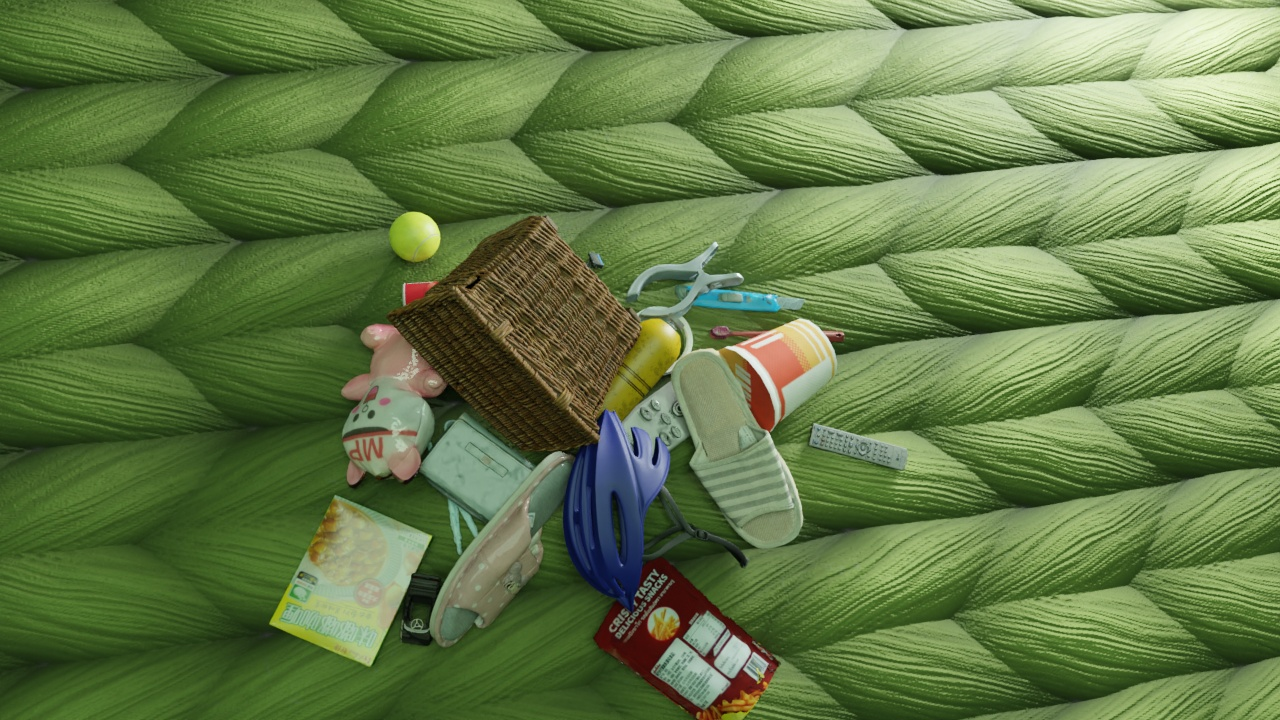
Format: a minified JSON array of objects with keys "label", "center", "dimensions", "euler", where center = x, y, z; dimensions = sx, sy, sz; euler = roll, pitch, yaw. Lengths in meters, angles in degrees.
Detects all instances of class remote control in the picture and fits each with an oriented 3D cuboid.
[{"label":"remote control","center":[0.038,0.075,1.218],"dimensions":[0.151,0.019,0.074],"euler":[-35,83,-15]},{"label":"remote control","center":[0.296,0.118,1.245],"dimensions":[0.136,0.013,0.033],"euler":[16,74,-4]}]

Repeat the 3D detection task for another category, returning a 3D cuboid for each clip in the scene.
[{"label":"clip","center":[0.047,-0.118,1.257],"dimensions":[0.163,0.028,0.115],"euler":[-25,69,-19]}]

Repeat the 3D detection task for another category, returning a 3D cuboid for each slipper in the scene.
[{"label":"slipper","center":[-0.153,0.229,1.109],"dimensions":[0.054,0.114,0.273],"euler":[27,70,25]},{"label":"slipper","center":[0.118,0.114,1.172],"dimensions":[0.115,0.054,0.272],"euler":[-28,86,25]}]

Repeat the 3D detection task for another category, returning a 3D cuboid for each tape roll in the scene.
[{"label":"tape roll","center":[0.024,-0.026,1.244],"dimensions":[0.094,0.018,0.093],"euler":[2,75,-8]}]

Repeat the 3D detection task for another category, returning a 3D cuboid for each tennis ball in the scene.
[{"label":"tennis ball","center":[-0.298,-0.163,1.211],"dimensions":[0.065,0.065,0.065],"euler":[2,75,-7]}]

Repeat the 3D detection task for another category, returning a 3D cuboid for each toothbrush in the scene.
[{"label":"toothbrush","center":[0.190,-0.037,1.270],"dimensions":[0.190,0.016,0.016],"euler":[2,74,-7]}]

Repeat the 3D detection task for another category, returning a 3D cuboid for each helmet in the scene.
[{"label":"helmet","center":[0.020,0.184,1.117],"dimensions":[0.227,0.148,0.241],"euler":[4,83,-3]}]

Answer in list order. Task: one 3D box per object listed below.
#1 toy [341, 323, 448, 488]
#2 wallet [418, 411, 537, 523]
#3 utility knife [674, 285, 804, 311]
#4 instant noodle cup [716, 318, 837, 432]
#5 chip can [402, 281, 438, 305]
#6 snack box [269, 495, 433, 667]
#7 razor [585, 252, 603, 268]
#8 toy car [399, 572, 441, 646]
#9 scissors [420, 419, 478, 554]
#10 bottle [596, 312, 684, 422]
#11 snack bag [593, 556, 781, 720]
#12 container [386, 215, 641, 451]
[{"label":"toy","center":[-0.302,0.053,1.139],"dimensions":[0.142,0.084,0.212],"euler":[-4,67,25]},{"label":"wallet","center":[-0.201,0.137,1.147],"dimensions":[0.131,0.054,0.100],"euler":[35,68,-1]},{"label":"utility knife","center":[0.139,-0.086,1.277],"dimensions":[0.185,0.015,0.031],"euler":[4,78,-8]},{"label":"instant noodle cup","center":[0.182,0.013,1.207],"dimensions":[0.121,0.124,0.123],"euler":[-29,81,-22]},{"label":"chip can","center":[-0.202,-0.083,1.210],"dimensions":[0.214,0.052,0.051],"euler":[-4,76,-9]},{"label":"snack box","center":[-0.347,0.265,1.112],"dimensions":[0.132,0.027,0.167],"euler":[23,74,-1]},{"label":"razor","center":[-0.123,-0.119,1.248],"dimensions":[0.144,0.042,0.022],"euler":[-12,120,-6]},{"label":"toy car","center":[-0.263,0.299,1.096],"dimensions":[0.040,0.037,0.092],"euler":[11,107,-6]},{"label":"scissors","center":[-0.230,0.159,1.164],"dimensions":[0.092,0.032,0.175],"euler":[-24,84,-15]},{"label":"bottle","center":[-0.007,0.007,1.186],"dimensions":[0.071,0.071,0.163],"euler":[41,86,4]},{"label":"snack bag","center":[0.059,0.352,1.129],"dimensions":[0.208,0.067,0.138],"euler":[39,69,5]},{"label":"container","center":[-0.132,-0.037,1.103],"dimensions":[0.250,0.163,0.182],"euler":[49,54,-24]}]
